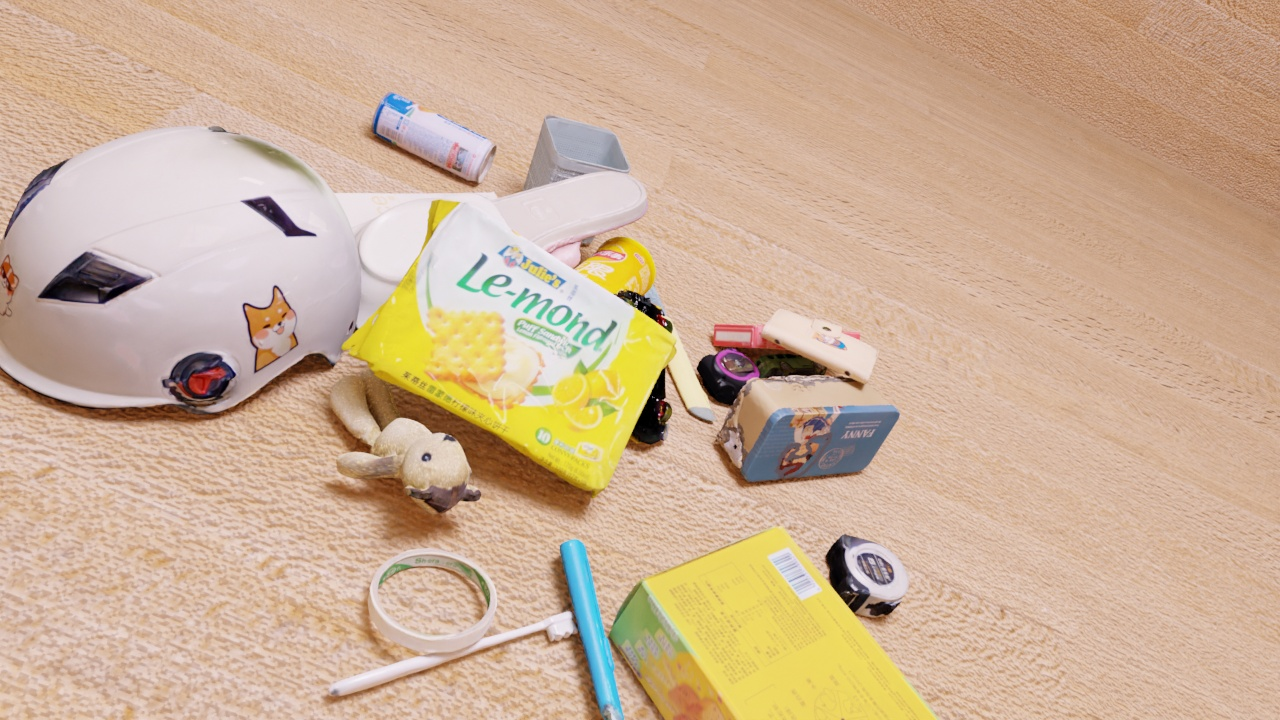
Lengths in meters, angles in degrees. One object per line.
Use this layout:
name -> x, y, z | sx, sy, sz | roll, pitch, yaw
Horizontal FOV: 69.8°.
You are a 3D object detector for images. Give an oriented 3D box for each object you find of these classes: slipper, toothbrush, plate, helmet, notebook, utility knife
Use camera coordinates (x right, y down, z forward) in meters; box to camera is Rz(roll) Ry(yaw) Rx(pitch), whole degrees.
slipper -> -0.113, -0.119, 0.916 | 0.273, 0.054, 0.114 | -27, 49, -24
toothbrush -> -0.118, 0.197, 0.612 | 0.179, 0.016, 0.016 | -5, 53, -38
plate -> -0.197, -0.100, 0.837 | 0.164, 0.034, 0.163 | -22, 52, -13
helmet -> -0.340, -0.090, 0.696 | 0.273, 0.157, 0.230 | -16, 54, -44
notebook -> -0.211, -0.127, 0.948 | 0.205, 0.010, 0.146 | -8, 51, -39
utility knife -> -0.026, 0.217, 0.638 | 0.018, 0.034, 0.218 | -21, 49, 2
utility knife -> 0.034, -0.019, 0.969 | 0.031, 0.022, 0.215 | 6, 48, -29

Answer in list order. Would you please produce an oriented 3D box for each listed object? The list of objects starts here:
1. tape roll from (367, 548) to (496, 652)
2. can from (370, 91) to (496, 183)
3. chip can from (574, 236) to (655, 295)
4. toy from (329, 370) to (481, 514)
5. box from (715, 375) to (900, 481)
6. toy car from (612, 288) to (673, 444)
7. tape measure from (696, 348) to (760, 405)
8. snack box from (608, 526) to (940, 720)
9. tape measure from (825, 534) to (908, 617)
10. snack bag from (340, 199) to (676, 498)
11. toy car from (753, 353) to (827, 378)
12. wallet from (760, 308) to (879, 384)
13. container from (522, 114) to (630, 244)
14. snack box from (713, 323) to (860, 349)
tape roll -> -0.141, 0.162, 0.626 | 0.086, 0.014, 0.085 | 14, 27, -8
can -> -0.235, -0.254, 1.051 | 0.134, 0.053, 0.053 | 26, 36, -3
chip can -> -0.056, -0.053, 0.908 | 0.072, 0.072, 0.212 | 32, 37, 6
toy -> -0.182, 0.058, 0.698 | 0.105, 0.066, 0.157 | 6, 25, -49
box -> 0.168, 0.065, 0.895 | 0.184, 0.090, 0.062 | 0, 38, -31
toy car -> -0.005, 0.005, 0.863 | 0.071, 0.041, 0.155 | 22, 58, -45
tape measure -> 0.094, 0.016, 0.947 | 0.057, 0.039, 0.057 | 0, 44, -33
snack box -> 0.100, 0.235, 0.659 | 0.157, 0.070, 0.210 | -11, 52, -41
tape measure -> 0.200, 0.192, 0.808 | 0.066, 0.034, 0.065 | 18, 39, -10
snack bag -> -0.098, -0.006, 0.751 | 0.246, 0.068, 0.157 | 32, 69, -16
toy car -> 0.160, 0.014, 0.989 | 0.091, 0.043, 0.036 | 2, 43, -32
wallet -> 0.187, -0.019, 0.940 | 0.115, 0.024, 0.087 | 24, 25, 12
container -> -0.080, -0.200, 1.036 | 0.089, 0.112, 0.090 | 8, 41, -26
snack box -> 0.163, -0.024, 1.019 | 0.152, 0.025, 0.075 | 2, 2, -31
